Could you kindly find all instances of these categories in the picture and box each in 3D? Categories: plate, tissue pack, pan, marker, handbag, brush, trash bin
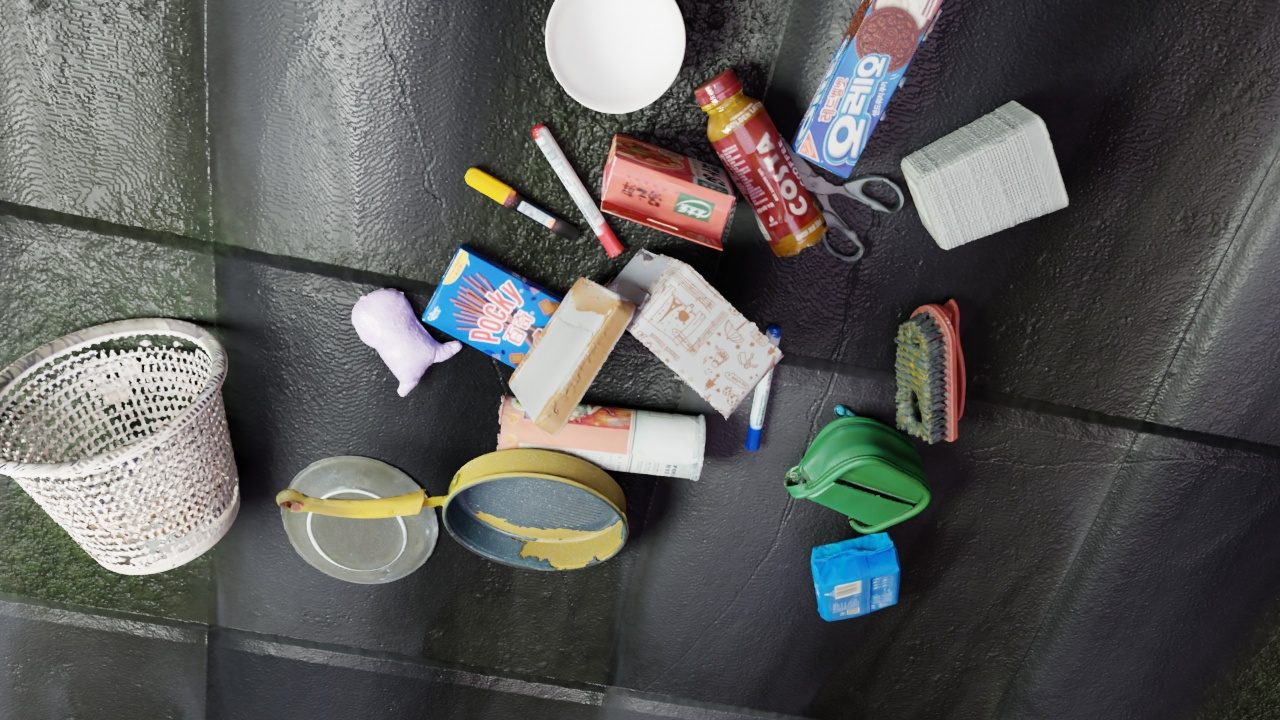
[{"bbox_3d":[-0.322,0.190,1.047,0.179,0.024,0.180,0,116,-1],"label":"plate"},{"bbox_3d":[0.243,0.246,1.043,0.095,0.052,0.157,-14,143,4],"label":"tissue pack"},{"bbox_3d":[-0.186,0.156,0.956,0.357,0.078,0.198,16,138,-14],"label":"pan"},{"bbox_3d":[-0.060,-0.162,0.883,0.017,0.017,0.145,-28,112,13],"label":"marker"},{"bbox_3d":[-0.113,-0.151,0.890,0.124,0.015,0.018,29,114,-16],"label":"marker"},{"bbox_3d":[0.235,0.126,0.989,0.131,0.067,0.120,28,128,-28],"label":"handbag"},{"bbox_3d":[0.130,0.031,0.976,0.017,0.016,0.146,6,116,-3],"label":"marker"},{"bbox_3d":[0.303,0.009,0.946,0.069,0.063,0.146,-21,116,-25],"label":"brush"},{"bbox_3d":[-0.502,0.097,0.913,0.227,0.227,0.192,-2,128,1],"label":"trash bin"}]

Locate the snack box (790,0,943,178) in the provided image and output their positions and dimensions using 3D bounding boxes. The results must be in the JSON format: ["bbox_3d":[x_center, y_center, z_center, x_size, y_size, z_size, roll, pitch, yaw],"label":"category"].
[{"bbox_3d":[0.205,-0.266,0.806,0.058,0.057,0.208,23,112,-7],"label":"snack box"}]

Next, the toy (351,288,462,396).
[{"bbox_3d":[-0.245,-0.027,0.936,0.084,0.039,0.108,-38,108,-2],"label":"toy"}]

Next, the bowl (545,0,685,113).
[{"bbox_3d":[-0.021,-0.281,0.799,0.118,0.064,0.118,0,116,0],"label":"bowl"}]

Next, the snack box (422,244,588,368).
[{"bbox_3d":[-0.131,-0.043,0.929,0.157,0.026,0.085,28,104,-13],"label":"snack box"}]

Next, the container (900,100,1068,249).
[{"bbox_3d":[0.311,-0.166,0.843,0.114,0.090,0.090,-24,113,14],"label":"container"}]

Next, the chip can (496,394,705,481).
[{"bbox_3d":[-0.042,0.082,0.970,0.214,0.071,0.071,6,115,-3],"label":"chip can"}]

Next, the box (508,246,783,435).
[{"bbox_3d":[-0.007,0.005,0.847,0.157,0.183,0.193,39,91,-17],"label":"box"}]

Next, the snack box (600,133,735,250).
[{"bbox_3d":[0.024,-0.155,0.825,0.113,0.127,0.044,17,114,-9],"label":"snack box"}]

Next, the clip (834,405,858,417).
[{"bbox_3d":[0.234,0.068,0.994,0.057,0.049,0.015,31,111,-20],"label":"clip"}]

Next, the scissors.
[{"bbox_3d":[0.175,-0.167,0.886,0.170,0.014,0.159,-9,113,6],"label":"scissors"}]

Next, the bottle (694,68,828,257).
[{"bbox_3d":[0.109,-0.181,0.844,0.057,0.057,0.175,-29,109,13],"label":"bottle"}]
